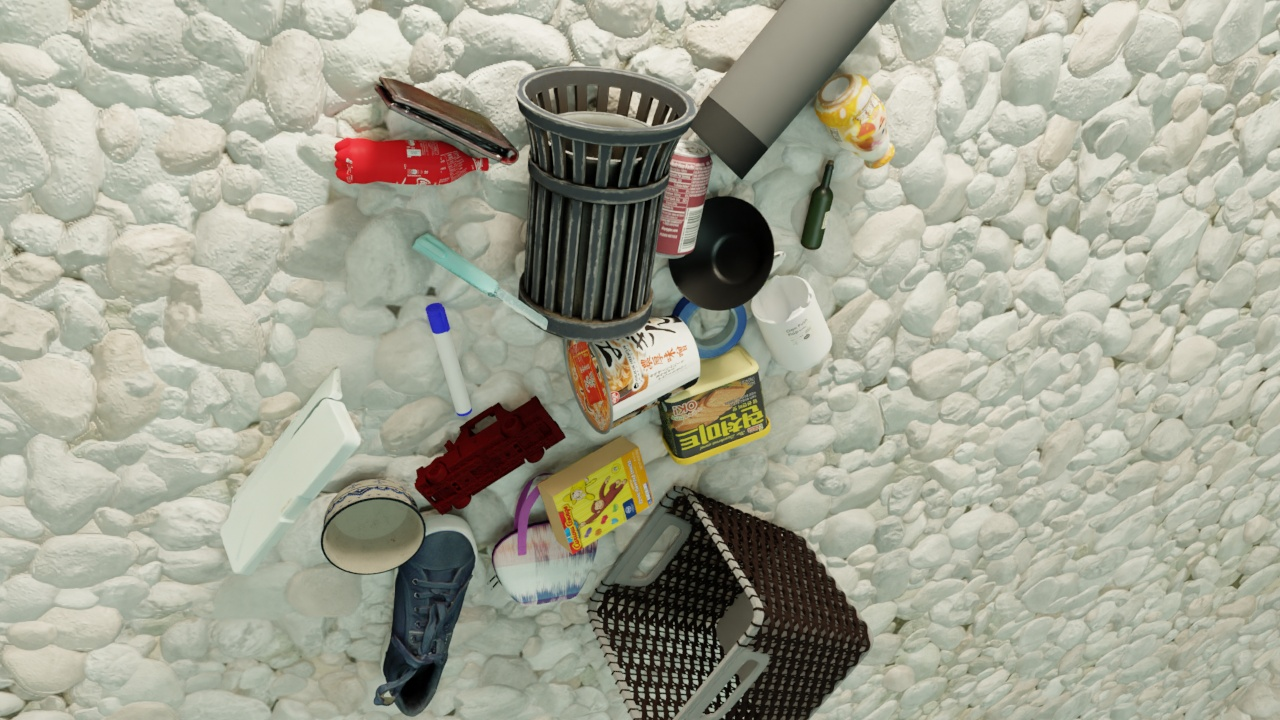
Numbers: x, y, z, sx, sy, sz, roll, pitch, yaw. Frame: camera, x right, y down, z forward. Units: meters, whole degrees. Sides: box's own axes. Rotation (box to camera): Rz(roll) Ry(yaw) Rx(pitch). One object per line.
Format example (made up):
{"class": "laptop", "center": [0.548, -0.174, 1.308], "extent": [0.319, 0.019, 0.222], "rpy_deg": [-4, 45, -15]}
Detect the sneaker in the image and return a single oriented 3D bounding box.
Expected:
{"class": "sneaker", "center": [-0.267, 0.329, 1.140], "extent": [0.120, 0.127, 0.295], "rpy_deg": [4, 118, -26]}

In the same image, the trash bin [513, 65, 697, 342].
{"class": "trash bin", "center": [-0.044, -0.145, 0.892], "extent": [0.164, 0.164, 0.228], "rpy_deg": [-5, 127, -19]}

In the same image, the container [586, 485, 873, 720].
{"class": "container", "center": [0.121, 0.354, 1.238], "extent": [0.243, 0.245, 0.248], "rpy_deg": [21, 112, -35]}

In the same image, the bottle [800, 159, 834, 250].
{"class": "bottle", "center": [0.206, -0.178, 1.050], "extent": [0.025, 0.025, 0.106], "rpy_deg": [-4, 123, -20]}

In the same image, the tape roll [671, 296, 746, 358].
{"class": "tape roll", "center": [0.081, -0.045, 1.094], "extent": [0.093, 0.016, 0.091], "rpy_deg": [-3, 123, -20]}

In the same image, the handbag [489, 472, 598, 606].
{"class": "handbag", "center": [-0.122, 0.222, 1.170], "extent": [0.144, 0.068, 0.170], "rpy_deg": [-4, 117, -20]}

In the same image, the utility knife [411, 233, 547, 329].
{"class": "utility knife", "center": [-0.158, -0.078, 0.906], "extent": [0.022, 0.168, 0.015], "rpy_deg": [-57, 165, 3]}

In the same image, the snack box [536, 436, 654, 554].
{"class": "snack box", "center": [-0.054, 0.165, 1.134], "extent": [0.125, 0.040, 0.088], "rpy_deg": [-28, 120, -25]}

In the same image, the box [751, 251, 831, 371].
{"class": "box", "center": [0.166, -0.063, 1.081], "extent": [0.081, 0.091, 0.161], "rpy_deg": [-30, 136, 2]}

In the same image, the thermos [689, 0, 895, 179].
{"class": "thermos", "center": [0.150, -0.300, 0.910], "extent": [0.082, 0.082, 0.241], "rpy_deg": [32, 106, -35]}

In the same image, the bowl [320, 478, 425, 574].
{"class": "bowl", "center": [-0.311, 0.186, 1.065], "extent": [0.115, 0.059, 0.116], "rpy_deg": [-10, 125, -15]}

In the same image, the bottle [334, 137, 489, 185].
{"class": "bottle", "center": [-0.214, -0.187, 0.866], "extent": [0.141, 0.042, 0.042], "rpy_deg": [-3, 123, -20]}

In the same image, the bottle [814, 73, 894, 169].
{"class": "bottle", "center": [0.235, -0.254, 0.987], "extent": [0.063, 0.063, 0.109], "rpy_deg": [-42, 127, 8]}

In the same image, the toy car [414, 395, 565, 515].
{"class": "toy car", "center": [-0.177, 0.103, 1.062], "extent": [0.170, 0.062, 0.070], "rpy_deg": [-32, 128, 1]}

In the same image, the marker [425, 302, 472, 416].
{"class": "marker", "center": [-0.209, 0.001, 1.008], "extent": [0.020, 0.020, 0.142], "rpy_deg": [-16, 126, -11]}

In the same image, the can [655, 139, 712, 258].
{"class": "can", "center": [0.035, -0.169, 0.964], "extent": [0.063, 0.063, 0.114], "rpy_deg": [-2, 122, -21]}

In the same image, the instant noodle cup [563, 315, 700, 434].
{"class": "instant noodle cup", "center": [-0.006, 0.006, 1.039], "extent": [0.121, 0.123, 0.124], "rpy_deg": [-18, 127, -21]}

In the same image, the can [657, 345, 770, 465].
{"class": "can", "center": [0.086, 0.053, 1.128], "extent": [0.130, 0.072, 0.101], "rpy_deg": [-19, 124, -9]}

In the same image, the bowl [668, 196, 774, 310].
{"class": "bowl", "center": [0.098, -0.115, 1.016], "extent": [0.124, 0.124, 0.052], "rpy_deg": [-54, 158, 17]}

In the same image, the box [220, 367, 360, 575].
{"class": "box", "center": [-0.366, 0.110, 0.943], "extent": [0.197, 0.136, 0.043], "rpy_deg": [-47, 132, 12]}

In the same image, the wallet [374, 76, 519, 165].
{"class": "wallet", "center": [-0.176, -0.216, 0.827], "extent": [0.120, 0.099, 0.031], "rpy_deg": [20, 106, -31]}
